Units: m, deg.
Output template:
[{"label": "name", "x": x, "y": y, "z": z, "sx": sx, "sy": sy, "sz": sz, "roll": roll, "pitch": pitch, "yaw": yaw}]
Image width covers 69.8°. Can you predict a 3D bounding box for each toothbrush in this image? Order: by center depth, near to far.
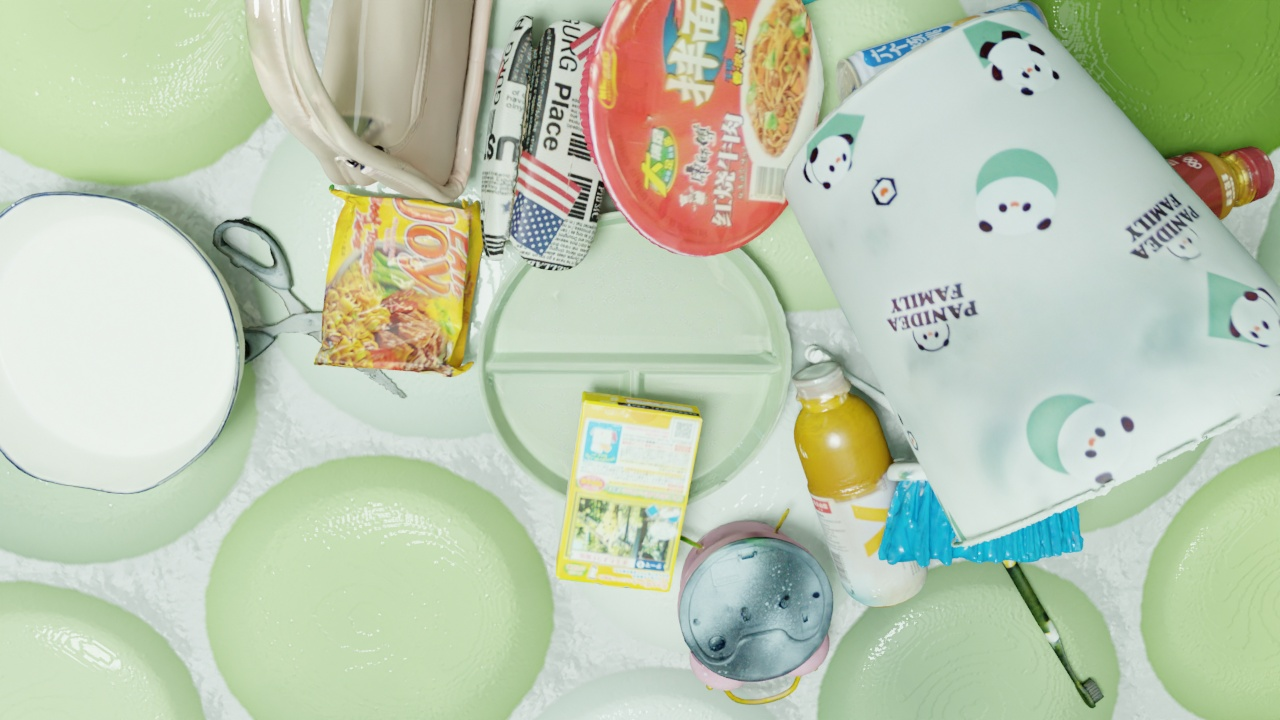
[{"label": "toothbrush", "x": 0.201, "y": 0.040, "z": 0.708, "sx": 0.180, "sy": 0.016, "sz": 0.016, "roll": 33, "pitch": 100, "yaw": -11}, {"label": "toothbrush", "x": 0.339, "y": 0.217, "z": 0.763, "sx": 0.017, "sy": 0.012, "sz": 0.186, "roll": -34, "pitch": 103, "yaw": -3}]

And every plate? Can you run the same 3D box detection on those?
[{"label": "plate", "x": -0.367, "y": -0.012, "z": 0.627, "sx": 0.205, "sy": 0.045, "sz": 0.205, "roll": 1, "pitch": 102, "yaw": 3}, {"label": "plate", "x": -0.004, "y": 0.004, "z": 0.678, "sx": 0.230, "sy": 0.027, "sz": 0.230, "roll": -1, "pitch": 103, "yaw": -5}]

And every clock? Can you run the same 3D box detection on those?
[{"label": "clock", "x": 0.088, "y": 0.199, "z": 0.714, "sx": 0.117, "sy": 0.060, "sz": 0.158, "roll": -12, "pitch": 102, "yaw": -3}]

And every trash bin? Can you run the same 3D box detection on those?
[{"label": "trash bin", "x": 0.228, "y": -0.051, "z": 0.558, "sx": 0.229, "sy": 0.229, "sz": 0.251, "roll": -28, "pitch": 76, "yaw": 2}]

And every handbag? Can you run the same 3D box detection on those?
[{"label": "handbag", "x": -0.154, "y": -0.191, "z": 0.515, "sx": 0.093, "sy": 0.234, "sz": 0.193, "roll": 8, "pitch": 100, "yaw": 1}]

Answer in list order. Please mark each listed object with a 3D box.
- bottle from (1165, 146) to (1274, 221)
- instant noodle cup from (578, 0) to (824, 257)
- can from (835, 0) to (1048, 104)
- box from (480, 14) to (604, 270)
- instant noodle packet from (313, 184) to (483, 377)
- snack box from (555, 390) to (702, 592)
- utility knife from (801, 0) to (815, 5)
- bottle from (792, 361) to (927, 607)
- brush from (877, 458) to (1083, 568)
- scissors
[{"label": "bottle", "x": 0.364, "y": -0.111, "z": 0.666, "sx": 0.175, "sy": 0.057, "sz": 0.057, "roll": -17, "pitch": 103, "yaw": -1}, {"label": "instant noodle cup", "x": 0.031, "y": -0.166, "z": 0.595, "sx": 0.193, "sy": 0.066, "sz": 0.194, "roll": -11, "pitch": 109, "yaw": -35}, {"label": "can", "x": 0.207, "y": -0.203, "z": 0.635, "sx": 0.134, "sy": 0.053, "sz": 0.053, "roll": -17, "pitch": 103, "yaw": -1}, {"label": "box", "x": -0.060, "y": -0.142, "z": 0.614, "sx": 0.087, "sy": 0.076, "sz": 0.162, "roll": 10, "pitch": 94, "yaw": -11}, {"label": "instant noodle packet", "x": -0.166, "y": -0.054, "z": 0.638, "sx": 0.110, "sy": 0.044, "sz": 0.128, "roll": 7, "pitch": 93, "yaw": -11}, {"label": "snack box", "x": -0.010, "y": 0.096, "z": 0.669, "sx": 0.087, "sy": 0.033, "sz": 0.140, "roll": 8, "pitch": 102, "yaw": -6}, {"label": "utility knife", "x": 0.136, "y": -0.267, "z": 0.635, "sx": 0.222, "sy": 0.013, "sz": 0.029, "roll": -20, "pitch": 101, "yaw": 3}, {"label": "bottle", "x": 0.161, "y": 0.092, "z": 0.690, "sx": 0.068, "sy": 0.068, "sz": 0.189, "roll": -21, "pitch": 104, "yaw": 0}, {"label": "brush", "x": 0.320, "y": 0.088, "z": 0.681, "sx": 0.314, "sy": 0.061, "sz": 0.109, "roll": -1, "pitch": 83, "yaw": -16}, {"label": "scissors", "x": -0.243, "y": -0.032, "z": 0.661, "sx": 0.181, "sy": 0.014, "sz": 0.159, "roll": -17, "pitch": 106, "yaw": -3}]
